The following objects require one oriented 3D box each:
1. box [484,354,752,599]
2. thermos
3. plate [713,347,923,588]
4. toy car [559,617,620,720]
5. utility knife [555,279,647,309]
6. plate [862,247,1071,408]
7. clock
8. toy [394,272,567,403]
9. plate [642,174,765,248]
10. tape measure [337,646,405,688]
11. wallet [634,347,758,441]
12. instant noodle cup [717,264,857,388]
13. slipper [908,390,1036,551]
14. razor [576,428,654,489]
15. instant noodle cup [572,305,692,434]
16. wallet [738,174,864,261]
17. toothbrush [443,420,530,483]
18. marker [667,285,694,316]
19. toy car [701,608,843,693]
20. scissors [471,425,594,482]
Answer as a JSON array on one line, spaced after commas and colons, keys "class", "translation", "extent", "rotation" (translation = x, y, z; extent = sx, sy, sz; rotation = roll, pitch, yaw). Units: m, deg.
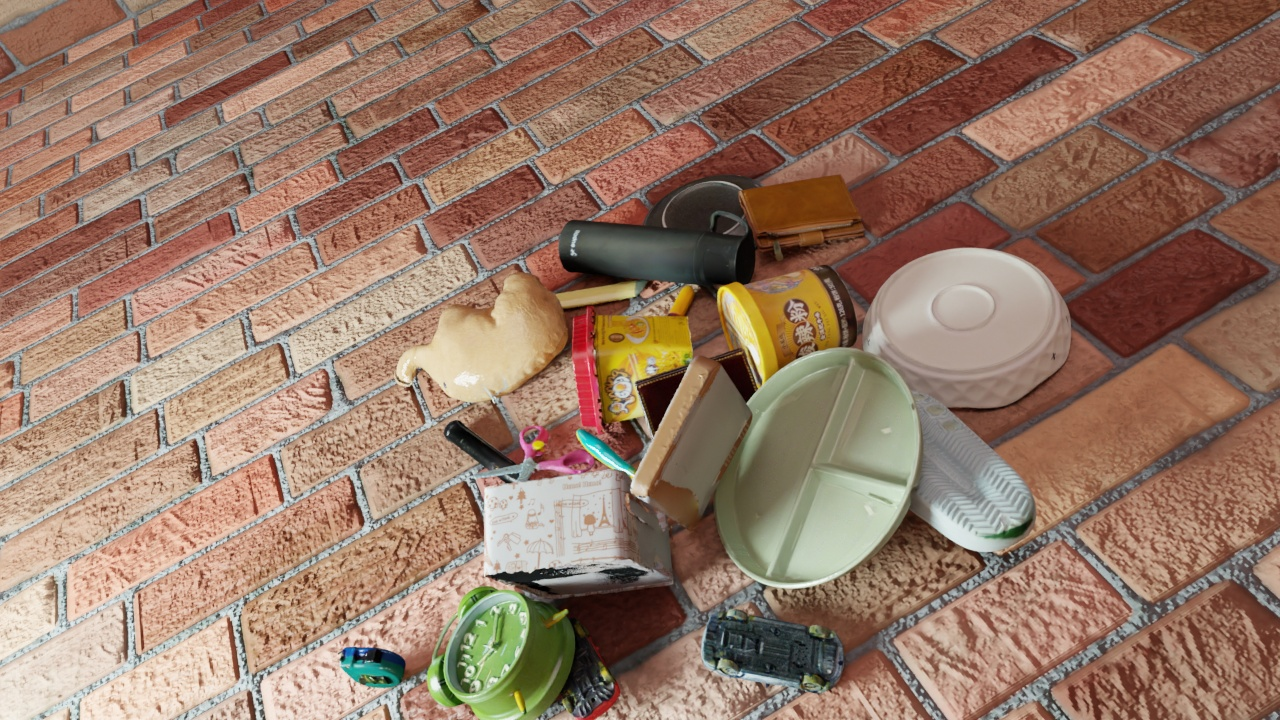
[{"class": "box", "translation": [-0.004, 0.124, 0.817], "extent": [0.271, 0.179, 0.132], "rotation": [-36, 65, 1]}, {"class": "thermos", "translation": [0.021, -0.141, 1.122], "extent": [0.243, 0.068, 0.090], "rotation": [8, 80, 28]}, {"class": "plate", "translation": [0.159, 0.097, 0.836], "extent": [0.231, 0.027, 0.229], "rotation": [-32, 42, 35]}, {"class": "toy car", "translation": [-0.056, 0.276, 0.824], "extent": [0.049, 0.031, 0.106], "rotation": [-37, 36, -8]}, {"class": "utility knife", "translation": [-0.093, -0.078, 1.155], "extent": [0.208, 0.021, 0.030], "rotation": [-5, 46, 8]}, {"class": "plate", "translation": [0.332, -0.041, 0.944], "extent": [0.205, 0.045, 0.204], "rotation": [-11, 47, 12]}, {"class": "clock", "translation": [-0.133, 0.264, 0.833], "extent": [0.162, 0.056, 0.115], "rotation": [-6, 49, 42]}, {"class": "toy", "translation": [-0.194, -0.013, 1.096], "extent": [0.226, 0.082, 0.143], "rotation": [-27, 56, 2]}, {"class": "plate", "translation": [0.084, -0.185, 1.176], "extent": [0.179, 0.024, 0.179], "rotation": [-11, 48, 12]}, {"class": "tape measure", "translation": [-0.252, 0.292, 0.869], "extent": [0.054, 0.058, 0.025], "rotation": [-4, 49, 12]}, {"class": "wallet", "translation": [0.064, 0.049, 0.933], "extent": [0.122, 0.020, 0.096], "rotation": [-18, 88, -12]}, {"class": "instant noodle cup", "translation": [0.156, -0.039, 0.966], "extent": [0.114, 0.119, 0.118], "rotation": [-19, 46, -8]}, {"class": "slipper", "translation": [0.257, 0.100, 0.827], "extent": [0.104, 0.074, 0.245], "rotation": [-27, 30, -9]}, {"class": "razor", "translation": [-0.017, 0.106, 0.959], "extent": [0.133, 0.028, 0.043], "rotation": [26, 50, 31]}, {"class": "instant noodle cup", "translation": [-0.006, 0.006, 0.985], "extent": [0.124, 0.116, 0.115], "rotation": [-5, 32, 1]}, {"class": "wallet", "translation": [0.195, -0.177, 1.110], "extent": [0.130, 0.035, 0.119], "rotation": [-9, 52, -3]}, {"class": "toothbrush", "translation": [-0.142, 0.121, 0.998], "extent": [0.213, 0.027, 0.026], "rotation": [29, 110, 36]}, {"class": "marker", "translation": [0.034, -0.037, 1.075], "extent": [0.018, 0.015, 0.123], "rotation": [11, 58, 30]}, {"class": "toy car", "translation": [0.112, 0.249, 0.783], "extent": [0.121, 0.037, 0.054], "rotation": [6, 52, 13]}, {"class": "scissors", "translation": [-0.109, 0.111, 0.978], "extent": [0.131, 0.017, 0.133], "rotation": [8, 33, 9]}]
